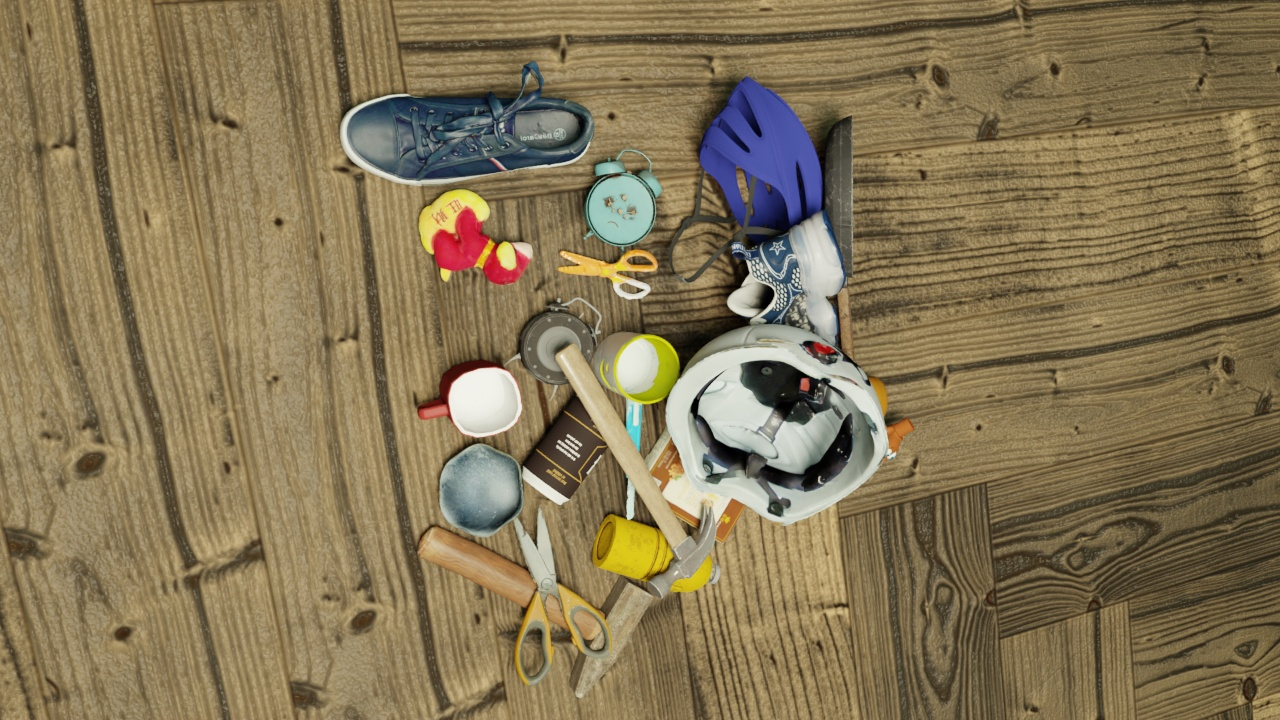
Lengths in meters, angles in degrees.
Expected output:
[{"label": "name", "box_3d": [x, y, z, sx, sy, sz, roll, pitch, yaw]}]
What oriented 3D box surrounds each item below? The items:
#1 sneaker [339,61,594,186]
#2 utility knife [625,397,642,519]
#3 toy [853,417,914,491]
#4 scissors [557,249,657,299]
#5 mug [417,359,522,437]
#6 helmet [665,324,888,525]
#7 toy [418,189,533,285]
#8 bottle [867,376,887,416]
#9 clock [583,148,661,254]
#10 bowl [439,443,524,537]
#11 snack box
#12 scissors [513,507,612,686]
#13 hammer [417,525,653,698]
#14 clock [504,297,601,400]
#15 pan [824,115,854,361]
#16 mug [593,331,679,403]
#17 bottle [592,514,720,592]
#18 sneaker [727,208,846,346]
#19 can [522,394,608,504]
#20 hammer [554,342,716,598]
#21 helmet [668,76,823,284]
[{"label": "sneaker", "box_3d": [-0.190, -0.266, 1.044, 0.294, 0.127, 0.121, -6, 98, -15]}, {"label": "utility knife", "box_3d": [-0.012, 0.124, 1.172, 0.022, 0.015, 0.158, 9, 76, -21]}, {"label": "toy", "box_3d": [0.317, 0.124, 1.254, 0.128, 0.094, 0.065, -33, 63, 22]}, {"label": "scissors", "box_3d": [-0.045, -0.106, 1.155, 0.133, 0.012, 0.084, 1, 131, 1]}, {"label": "mug", "box_3d": [-0.205, 0.047, 1.081, 0.116, 0.097, 0.080, -12, 99, -16]}, {"label": "helmet", "box_3d": [0.161, 0.053, 1.113, 0.264, 0.163, 0.237, 30, 122, -13]}, {"label": "toy", "box_3d": [-0.201, -0.136, 1.086, 0.137, 0.067, 0.105, 36, 88, -9]}, {"label": "bottle", "box_3d": [0.250, 0.054, 1.242, 0.156, 0.068, 0.068, 2, 95, -18]}, {"label": "clock", "box_3d": [-0.024, -0.200, 1.138, 0.090, 0.053, 0.124, 19, 89, -19]}, {"label": "bowl", "box_3d": [-0.184, 0.157, 1.112, 0.110, 0.055, 0.110, -2, 81, 14]}, {"label": "snack box", "box_3d": [0.084, 0.144, 1.211, 0.147, 0.041, 0.143, 33, 85, -17]}, {"label": "scissors", "box_3d": [-0.123, 0.297, 1.134, 0.166, 0.016, 0.225, -31, 103, -13]}, {"label": "hammer", "box_3d": [-0.147, 0.296, 1.156, 0.300, 0.037, 0.158, 33, 85, -17]}, {"label": "clock", "box_3d": [-0.102, -0.020, 1.135, 0.091, 0.044, 0.122, 39, 83, -17]}, {"label": "pan", "box_3d": [0.262, -0.138, 1.200, 0.040, 0.207, 0.357, 1, 117, 13]}, {"label": "mug", "box_3d": [-0.007, 0.007, 1.135, 0.082, 0.106, 0.082, -2, 95, -17]}, {"label": "bottle", "box_3d": [0.026, 0.257, 1.190, 0.163, 0.071, 0.071, 21, 89, -18]}, {"label": "sneaker", "box_3d": [0.173, -0.074, 1.139, 0.132, 0.270, 0.103, -12, 60, 1]}, {"label": "can", "box_3d": [-0.085, 0.109, 1.139, 0.072, 0.072, 0.128, 38, 84, -17]}, {"label": "hammer", "box_3d": [-0.012, 0.125, 1.117, 0.119, 0.031, 0.331, -36, 104, -24]}, {"label": "helmet", "box_3d": [0.118, -0.203, 1.128, 0.227, 0.148, 0.241, -34, 117, -14]}]
